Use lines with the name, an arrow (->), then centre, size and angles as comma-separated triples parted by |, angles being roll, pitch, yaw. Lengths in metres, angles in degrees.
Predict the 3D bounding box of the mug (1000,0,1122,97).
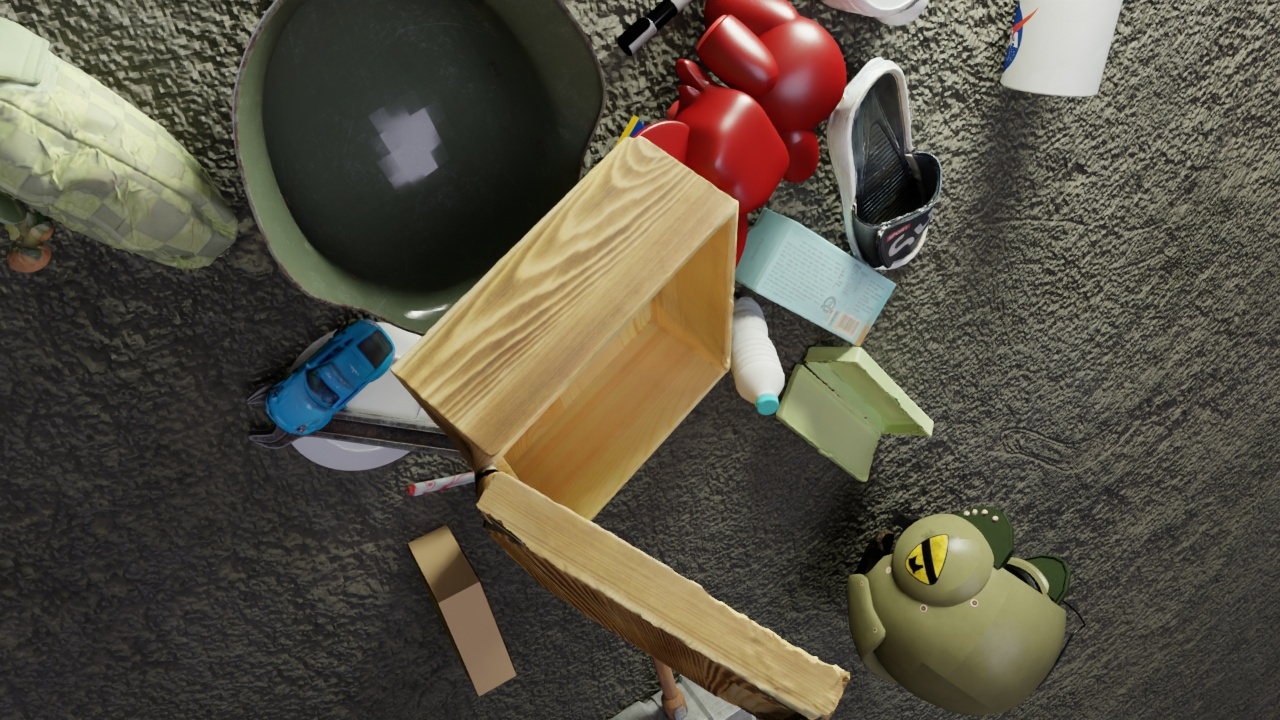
mug -> 0.418, -0.318, 0.910 | 0.121, 0.091, 0.090 | -38, 138, -53

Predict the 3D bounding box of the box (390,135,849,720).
box -> 0.028, 0.095, 0.647 | 0.286, 0.336, 0.279 | -45, 162, -14

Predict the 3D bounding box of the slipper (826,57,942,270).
slipper -> 0.242, -0.165, 0.867 | 0.111, 0.063, 0.264 | -46, 140, -10

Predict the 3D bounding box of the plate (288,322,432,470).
plate -> -0.221, 0.033, 0.745 | 0.134, 0.011, 0.135 | -14, 122, -25

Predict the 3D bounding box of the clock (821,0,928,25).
clock -> 0.190, -0.355, 0.762 | 0.160, 0.073, 0.125 | 5, 112, -41

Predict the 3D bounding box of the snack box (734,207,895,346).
snack box -> 0.170, -0.079, 0.901 | 0.174, 0.053, 0.075 | 21, 102, -39

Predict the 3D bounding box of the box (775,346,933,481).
box -> 0.242, 0.062, 1.002 | 0.187, 0.082, 0.097 | 33, 68, -40

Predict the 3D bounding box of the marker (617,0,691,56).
marker -> 0.038, -0.293, 0.726 | 0.140, 0.016, 0.016 | -43, 129, -5

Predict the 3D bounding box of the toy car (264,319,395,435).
toy car -> -0.231, 0.013, 0.692 | 0.105, 0.032, 0.048 | -43, 116, -20

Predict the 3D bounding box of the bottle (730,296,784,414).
bottle -> 0.103, -0.004, 0.846 | 0.044, 0.136, 0.044 | -4, 132, -5

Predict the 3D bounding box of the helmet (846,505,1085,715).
helmet -> 0.354, 0.279, 1.064 | 0.250, 0.256, 0.233 | 33, 92, -38

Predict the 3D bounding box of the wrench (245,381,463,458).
wrench -> -0.189, 0.062, 0.764 | 0.273, 0.010, 0.070 | 13, 106, -36

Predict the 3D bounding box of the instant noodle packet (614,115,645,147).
instant noodle packet -> 0.017, -0.137, 0.791 | 0.134, 0.026, 0.087 | 30, 92, -39

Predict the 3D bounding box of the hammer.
hammer -> 0.025, 0.342, 1.018 | 0.162, 0.083, 0.318 | -27, 126, -17

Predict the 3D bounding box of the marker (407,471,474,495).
marker -> -0.141, 0.103, 0.832 | 0.142, 0.013, 0.013 | -10, 120, -27

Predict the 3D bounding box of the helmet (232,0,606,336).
helmet -> -0.152, -0.143, 0.599 | 0.226, 0.154, 0.268 | -38, 132, -14

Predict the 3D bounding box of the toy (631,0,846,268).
toy -> 0.078, -0.190, 0.732 | 0.197, 0.121, 0.158 | -56, 133, -16

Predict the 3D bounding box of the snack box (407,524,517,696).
snack box -> -0.162, 0.227, 0.837 | 0.040, 0.088, 0.126 | -25, 125, -19

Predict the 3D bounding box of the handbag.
handbag -> -0.340, -0.106, 0.534 | 0.117, 0.113, 0.186 | -46, 131, 7
